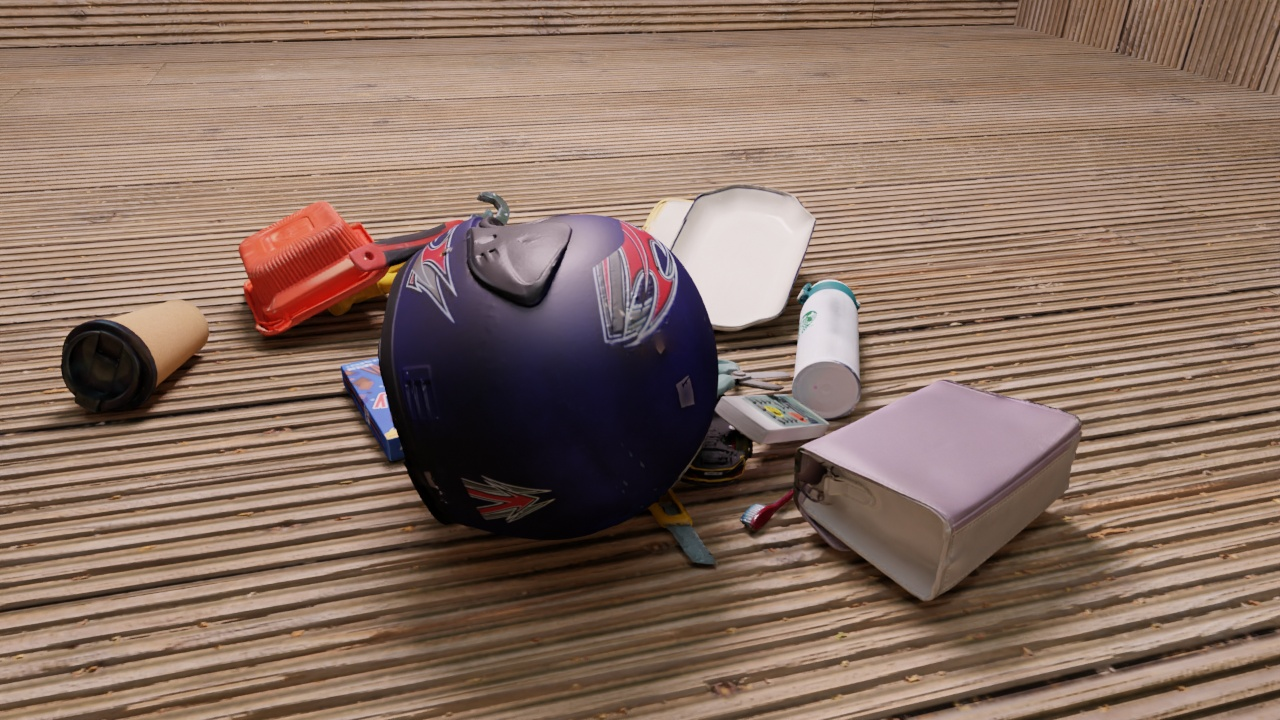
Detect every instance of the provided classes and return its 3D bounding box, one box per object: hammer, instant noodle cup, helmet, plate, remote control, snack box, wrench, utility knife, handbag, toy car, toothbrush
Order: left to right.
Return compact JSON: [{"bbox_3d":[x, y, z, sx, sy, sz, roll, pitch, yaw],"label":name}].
[{"bbox_3d":[-0.390,-0.116,1.067,0.164,0.079,0.189,-32,37,-13],"label":"instant noodle cup"},{"bbox_3d":[-0.230,0.039,0.899,0.084,0.026,0.157,-15,33,-28],"label":"snack box"},{"bbox_3d":[-0.241,-0.152,1.096,0.056,0.016,0.272,47,37,3],"label":"wrench"},{"bbox_3d":[-0.219,-0.096,1.054,0.301,0.033,0.128,-2,25,32],"label":"hammer"},{"bbox_3d":[-0.061,-0.007,0.753,0.240,0.247,0.314,-16,37,5],"label":"helmet"},{"bbox_3d":[0.015,0.111,0.791,0.033,0.015,0.203,-13,32,-19],"label":"utility knife"},{"bbox_3d":[0.075,-0.134,1.208,0.163,0.063,0.178,12,46,18],"label":"handbag"},{"bbox_3d":[0.059,0.066,0.847,0.071,0.041,0.155,0,22,-4],"label":"toy car"},{"bbox_3d":[0.119,-0.125,1.132,0.162,0.034,0.264,13,50,14],"label":"plate"},{"bbox_3d":[0.123,0.052,0.840,0.056,0.019,0.135,37,19,30],"label":"remote control"},{"bbox_3d":[0.149,0.103,0.816,0.017,0.016,0.187,14,31,40],"label":"toothbrush"},{"bbox_3d":[0.241,0.093,0.751,0.196,0.099,0.145,-22,39,-34],"label":"handbag"}]

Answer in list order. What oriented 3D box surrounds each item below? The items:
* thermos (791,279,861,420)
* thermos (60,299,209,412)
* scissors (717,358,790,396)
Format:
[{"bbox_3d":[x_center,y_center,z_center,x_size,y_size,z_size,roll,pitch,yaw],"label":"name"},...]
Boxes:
[{"bbox_3d":[0.200,-0.023,0.989,0.073,0.073,0.223,7,29,9],"label":"thermos"},{"bbox_3d":[-0.502,-0.011,0.922,0.093,0.093,0.143,5,21,5],"label":"thermos"},{"bbox_3d":[0.052,0.018,0.904,0.177,0.019,0.170,-9,15,-39],"label":"scissors"}]
